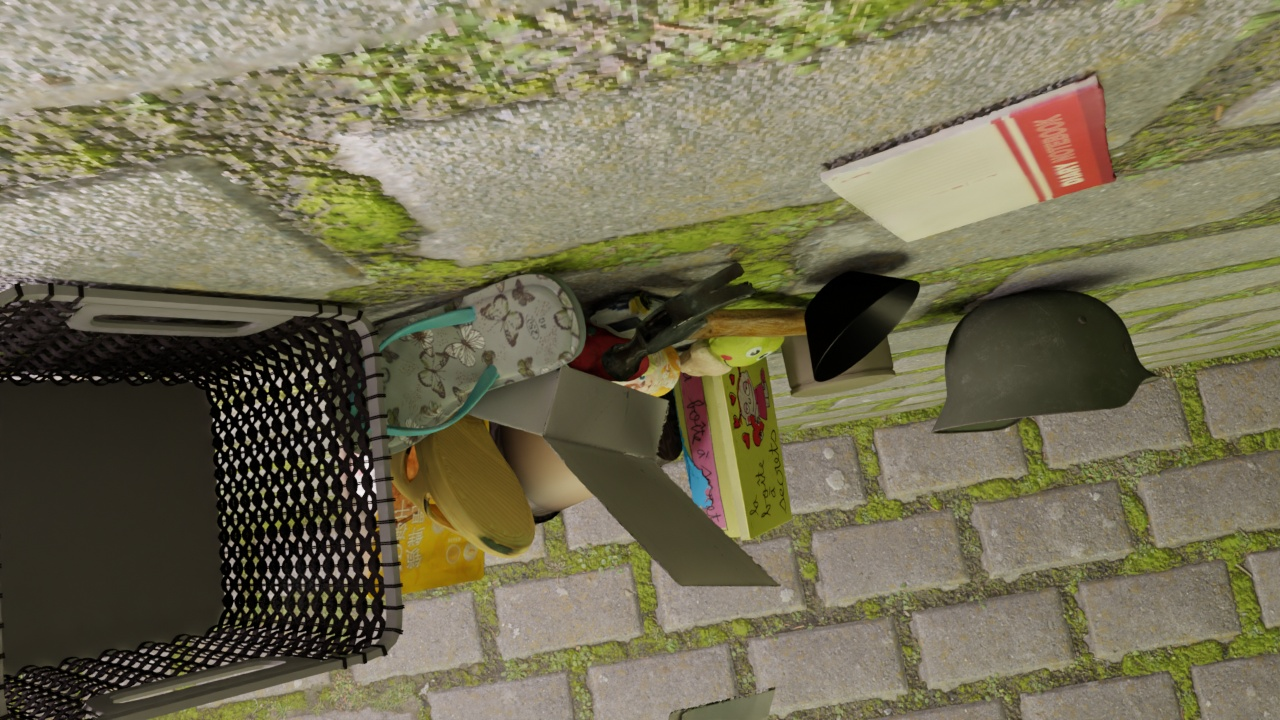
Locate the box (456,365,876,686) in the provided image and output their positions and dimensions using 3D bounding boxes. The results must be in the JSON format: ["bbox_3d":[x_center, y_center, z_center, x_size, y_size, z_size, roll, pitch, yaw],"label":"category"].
[{"bbox_3d":[0.001,0.085,0.724,0.419,0.108,0.166,28,-176,34],"label":"box"}]

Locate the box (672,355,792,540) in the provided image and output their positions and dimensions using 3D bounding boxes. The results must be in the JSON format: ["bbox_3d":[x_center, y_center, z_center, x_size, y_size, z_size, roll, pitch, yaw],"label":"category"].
[{"bbox_3d":[0.108,0.095,1.083,0.079,0.221,0.124,-14,173,34],"label":"box"}]

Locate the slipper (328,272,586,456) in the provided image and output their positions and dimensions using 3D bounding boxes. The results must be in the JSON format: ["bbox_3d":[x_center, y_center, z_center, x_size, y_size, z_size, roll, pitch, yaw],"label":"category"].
[{"bbox_3d":[-0.161,0.004,0.692,0.269,0.098,0.054,-25,-179,30],"label":"slipper"}]

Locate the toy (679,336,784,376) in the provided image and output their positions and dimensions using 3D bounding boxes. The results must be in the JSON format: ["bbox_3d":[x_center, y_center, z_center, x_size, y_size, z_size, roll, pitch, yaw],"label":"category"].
[{"bbox_3d":[0.091,-0.012,0.974,0.118,0.043,0.092,-24,161,24],"label":"toy"}]

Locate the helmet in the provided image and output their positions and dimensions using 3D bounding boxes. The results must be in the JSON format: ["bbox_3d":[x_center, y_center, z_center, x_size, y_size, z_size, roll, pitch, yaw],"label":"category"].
[{"bbox_3d":[0.471,-0.004,1.086,0.267,0.153,0.227,-3,170,-11],"label":"helmet"}]

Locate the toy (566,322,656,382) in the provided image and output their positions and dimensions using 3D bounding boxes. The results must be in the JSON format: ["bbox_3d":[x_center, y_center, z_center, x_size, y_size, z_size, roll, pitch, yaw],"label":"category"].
[{"bbox_3d":[-0.037,-0.007,0.821,0.092,0.045,0.135,20,-172,23],"label":"toy"}]

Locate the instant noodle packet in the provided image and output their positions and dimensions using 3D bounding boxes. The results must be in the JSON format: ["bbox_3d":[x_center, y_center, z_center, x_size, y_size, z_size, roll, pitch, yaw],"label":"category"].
[{"bbox_3d":[-0.232,0.128,0.963,0.084,0.221,0.162,-12,170,32],"label":"instant noodle packet"}]

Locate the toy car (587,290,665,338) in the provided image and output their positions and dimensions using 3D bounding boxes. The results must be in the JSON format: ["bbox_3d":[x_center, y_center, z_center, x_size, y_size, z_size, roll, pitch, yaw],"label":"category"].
[{"bbox_3d":[0.000,-0.037,0.795,0.048,0.033,0.105,-17,169,29],"label":"toy car"}]

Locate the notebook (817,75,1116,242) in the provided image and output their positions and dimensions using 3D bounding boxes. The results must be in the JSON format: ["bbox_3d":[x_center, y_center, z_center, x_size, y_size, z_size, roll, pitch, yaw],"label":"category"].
[{"bbox_3d":[0.220,-0.119,0.593,0.153,0.012,0.208,-15,169,28],"label":"notebook"}]

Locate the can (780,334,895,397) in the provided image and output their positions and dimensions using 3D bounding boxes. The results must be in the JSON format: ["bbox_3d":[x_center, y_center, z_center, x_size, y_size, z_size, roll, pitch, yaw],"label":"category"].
[{"bbox_3d":[0.233,-0.005,1.089,0.128,0.073,0.128,-9,170,-2],"label":"can"}]

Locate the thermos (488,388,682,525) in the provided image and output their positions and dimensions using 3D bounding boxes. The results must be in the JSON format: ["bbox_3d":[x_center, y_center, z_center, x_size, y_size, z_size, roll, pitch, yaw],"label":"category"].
[{"bbox_3d":[-0.077,0.091,1.098,0.227,0.172,0.172,-22,166,26],"label":"thermos"}]

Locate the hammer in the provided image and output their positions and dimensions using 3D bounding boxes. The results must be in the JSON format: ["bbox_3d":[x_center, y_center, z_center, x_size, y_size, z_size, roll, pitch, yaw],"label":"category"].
[{"bbox_3d":[0.111,-0.036,0.849,0.132,0.033,0.329,-40,159,31],"label":"hammer"}]

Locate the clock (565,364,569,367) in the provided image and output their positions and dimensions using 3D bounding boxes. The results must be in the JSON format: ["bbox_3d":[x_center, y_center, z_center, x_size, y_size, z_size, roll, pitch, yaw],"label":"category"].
[{"bbox_3d":[-0.090,0.028,0.979,0.083,0.057,0.118,8,173,-36],"label":"clock"}]

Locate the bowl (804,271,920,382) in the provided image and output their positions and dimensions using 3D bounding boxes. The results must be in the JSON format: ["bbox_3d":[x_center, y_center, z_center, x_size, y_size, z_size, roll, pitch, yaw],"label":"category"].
[{"bbox_3d":[0.186,-0.043,0.826,0.124,0.052,0.124,-34,157,-17],"label":"bowl"}]

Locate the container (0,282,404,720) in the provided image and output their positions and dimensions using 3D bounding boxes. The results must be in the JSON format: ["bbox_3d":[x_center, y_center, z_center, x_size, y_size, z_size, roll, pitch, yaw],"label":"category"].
[{"bbox_3d":[-0.348,0.101,0.638,0.244,0.245,0.246,-13,171,39],"label":"container"}]

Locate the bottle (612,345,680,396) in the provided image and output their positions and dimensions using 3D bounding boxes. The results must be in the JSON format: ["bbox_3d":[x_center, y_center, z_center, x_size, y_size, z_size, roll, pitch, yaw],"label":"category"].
[{"bbox_3d":[-0.006,0.005,0.941,0.063,0.063,0.109,-15,169,29],"label":"bottle"}]

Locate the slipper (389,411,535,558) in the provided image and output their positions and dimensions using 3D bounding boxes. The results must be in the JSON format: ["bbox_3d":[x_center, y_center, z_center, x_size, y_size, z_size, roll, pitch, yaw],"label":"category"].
[{"bbox_3d":[-0.175,0.092,0.813,0.078,0.263,0.099,-47,127,8],"label":"slipper"}]
